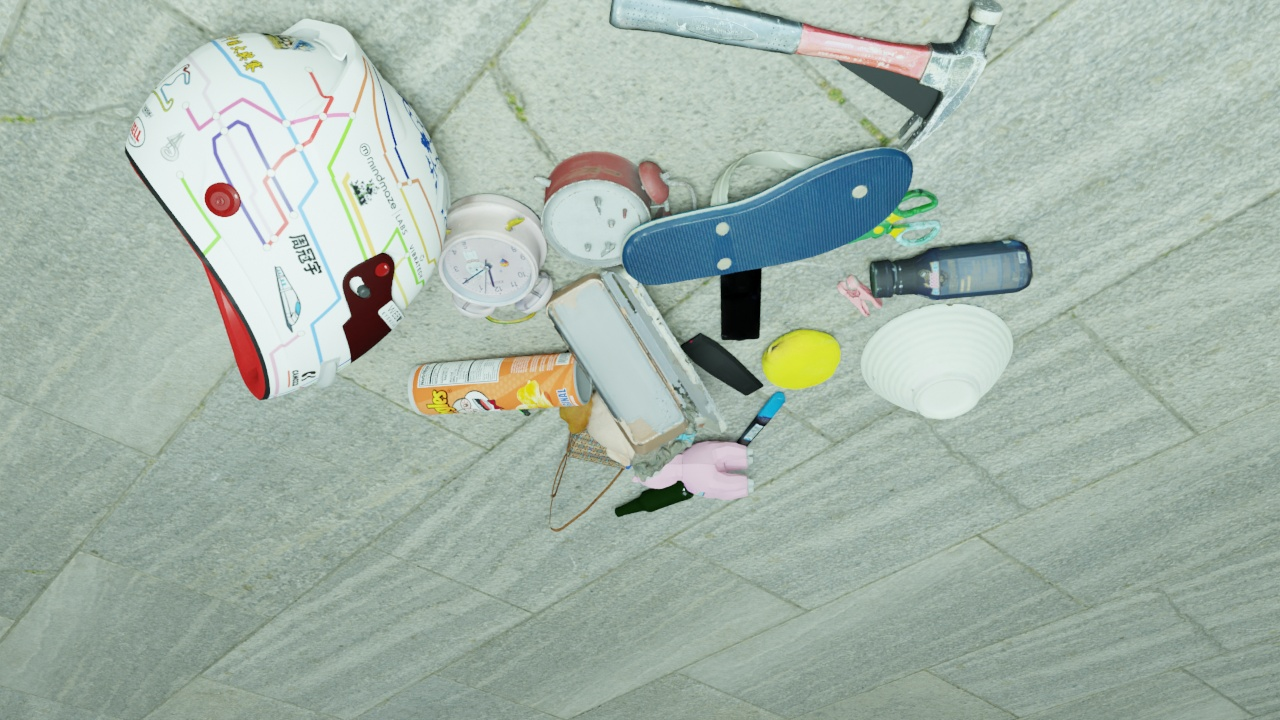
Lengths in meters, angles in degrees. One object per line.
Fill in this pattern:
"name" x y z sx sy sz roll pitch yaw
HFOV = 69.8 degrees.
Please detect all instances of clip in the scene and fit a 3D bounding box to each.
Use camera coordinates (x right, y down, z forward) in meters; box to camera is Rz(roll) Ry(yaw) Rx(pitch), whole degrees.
"clip" 0.239 -0.069 1.022 0.039 0.022 0.059 -29 124 32

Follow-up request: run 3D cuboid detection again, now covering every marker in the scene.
"marker" 0.154 0.079 1.189 0.018 0.015 0.123 17 138 -12

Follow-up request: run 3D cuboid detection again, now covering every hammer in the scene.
"hammer" 0.134 -0.271 0.797 0.326 0.036 0.141 8 135 -7

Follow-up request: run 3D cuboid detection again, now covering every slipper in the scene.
"slipper" 0.121 -0.146 0.911 0.295 0.060 0.118 -16 138 2

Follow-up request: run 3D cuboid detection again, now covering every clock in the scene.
"clock" -0.155 -0.098 0.972 0.117 0.058 0.158 -4 138 6
"clock" -0.023 -0.147 0.914 0.157 0.061 0.110 -4 137 5

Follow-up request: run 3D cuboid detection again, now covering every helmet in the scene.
"helmet" -0.287 -0.132 0.812 0.235 0.231 0.315 -28 135 -22

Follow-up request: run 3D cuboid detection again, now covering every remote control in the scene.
"remote control" 0.112 -0.071 1.022 0.045 0.021 0.141 -1 138 5
"remote control" 0.102 0.008 1.115 0.039 0.010 0.124 -32 128 31

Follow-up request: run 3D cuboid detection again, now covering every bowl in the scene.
"bowl" 0.353 0.020 1.078 0.177 0.070 0.178 1 137 1

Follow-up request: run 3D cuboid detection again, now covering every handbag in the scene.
"handbag" -0.074 0.152 1.225 0.093 0.043 0.196 15 119 -25

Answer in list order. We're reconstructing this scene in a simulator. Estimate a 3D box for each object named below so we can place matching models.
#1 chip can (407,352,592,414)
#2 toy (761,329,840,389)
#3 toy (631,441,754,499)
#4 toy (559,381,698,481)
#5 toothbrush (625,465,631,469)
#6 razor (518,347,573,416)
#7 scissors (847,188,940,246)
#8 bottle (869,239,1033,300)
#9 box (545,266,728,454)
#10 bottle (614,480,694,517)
"chip can" -0.167 0.028 1.091 0.210 0.062 0.062 -4 137 15
"toy" 0.190 0.001 1.084 0.094 0.041 0.096 22 133 -27
"toy" 0.070 0.144 1.200 0.157 0.067 0.123 -1 164 5
"toy" -0.017 0.073 1.130 0.176 0.132 0.076 17 176 10
"toothbrush" 0.016 0.093 1.213 0.016 0.011 0.187 16 138 -15
"razor" -0.115 0.021 1.127 0.044 0.021 0.144 40 126 -18
"scissors" 0.250 -0.132 0.961 0.132 0.013 0.078 -20 133 20
"bottle" 0.325 -0.092 0.967 0.161 0.056 0.056 -6 137 7
"box" -0.005 0.006 1.005 0.121 0.094 0.217 -29 109 10
"bottle" 0.017 0.199 1.308 0.123 0.033 0.033 -24 132 25
